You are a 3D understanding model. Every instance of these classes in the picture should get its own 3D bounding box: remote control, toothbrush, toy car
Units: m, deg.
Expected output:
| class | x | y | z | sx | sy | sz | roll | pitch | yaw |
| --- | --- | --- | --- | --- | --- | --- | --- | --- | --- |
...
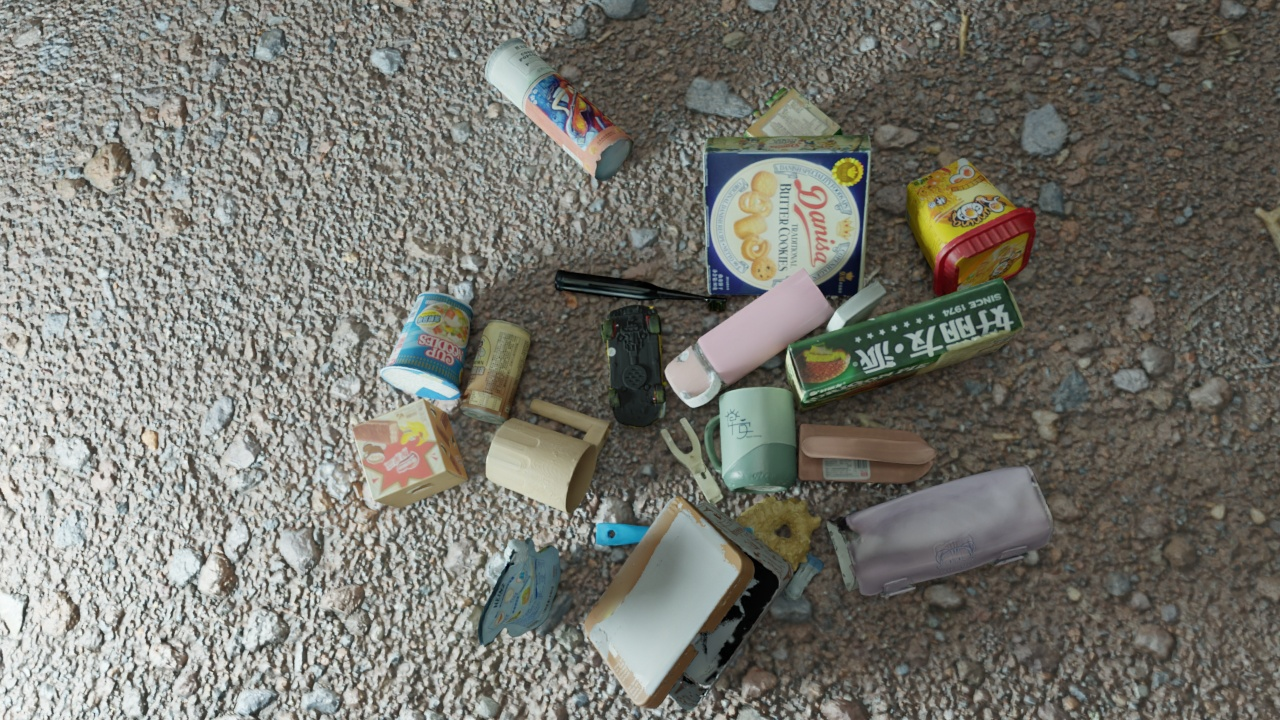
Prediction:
| class | x | y | z | sx | sy | sz | roll | pitch | yaw |
| --- | --- | --- | --- | --- | --- | --- | --- | --- | --- |
| remote control | 0.234 | -0.051 | 1.013 | 0.056 | 0.135 | 0.019 | -35 | 79 | -1 |
| toothbrush | 0.000 | -0.084 | 1.119 | 0.213 | 0.026 | 0.027 | 9 | 110 | 10 |
| toy car | -0.006 | 0.006 | 1.084 | 0.071 | 0.041 | 0.155 | -7 | 72 | 7 |

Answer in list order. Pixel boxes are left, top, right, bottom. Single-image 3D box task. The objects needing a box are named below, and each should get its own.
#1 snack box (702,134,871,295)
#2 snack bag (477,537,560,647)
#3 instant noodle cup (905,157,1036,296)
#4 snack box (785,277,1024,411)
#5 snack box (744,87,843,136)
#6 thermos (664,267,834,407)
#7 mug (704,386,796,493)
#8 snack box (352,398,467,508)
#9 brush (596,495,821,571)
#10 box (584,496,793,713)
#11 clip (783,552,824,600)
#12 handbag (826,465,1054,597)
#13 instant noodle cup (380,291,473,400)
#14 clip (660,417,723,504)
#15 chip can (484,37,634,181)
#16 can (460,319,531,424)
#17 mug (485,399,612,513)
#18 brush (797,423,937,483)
| class | x | y | z | sx | sy | sz | roll | pitch | yaw |
| --- | --- | --- | --- | --- | --- | --- | --- | --- | --- |
| snack box | 0.164 | -0.162 | 1.042 | 0.182 | 0.178 | 0.045 | 1 | 35 | 10 |
| snack bag | -0.125 | 0.241 | 0.959 | 0.039 | 0.191 | 0.110 | 26 | 80 | 13 |
| instant noodle cup | 0.365 | -0.151 | 1.040 | 0.116 | 0.116 | 0.123 | -25 | 60 | 2 |
| snack box | 0.281 | -0.013 | 1.005 | 0.240 | 0.114 | 0.063 | -18 | 77 | 4 |
| snack box | 0.183 | -0.248 | 1.093 | 0.118 | 0.105 | 0.117 | -44 | 73 | -4 |
| thermos | 0.123 | -0.019 | 1.037 | 0.199 | 0.087 | 0.067 | -34 | 116 | 9 |
| mug | 0.120 | 0.093 | 1.026 | 0.112 | 0.082 | 0.106 | -12 | 71 | 37 |
| snack box | -0.270 | 0.110 | 1.079 | 0.093 | 0.077 | 0.094 | -22 | 72 | 2 |
| brush | 0.072 | 0.193 | 1.021 | 0.255 | 0.046 | 0.083 | -3 | 80 | 13 |
| box | 0.042 | 0.244 | 0.927 | 0.148 | 0.158 | 0.182 | 35 | 98 | 16 |
| clip | 0.177 | 0.236 | 1.002 | 0.024 | 0.028 | 0.056 | 36 | 73 | 15 |
| handbag | 0.300 | 0.175 | 0.934 | 0.197 | 0.145 | 0.098 | -16 | 70 | 5 |
| instant noodle cup | -0.251 | -0.020 | 1.109 | 0.099 | 0.099 | 0.109 | 8 | 69 | 11 |
| clip | 0.063 | 0.118 | 1.053 | 0.034 | 0.076 | 0.103 | -32 | 82 | -2 |
| chip can | -0.105 | -0.322 | 1.178 | 0.071 | 0.071 | 0.214 | -44 | 74 | -5 |
| can | -0.173 | 0.014 | 1.100 | 0.058 | 0.058 | 0.116 | 12 | 77 | 12 |
| mug | -0.105 | 0.104 | 1.060 | 0.103 | 0.084 | 0.124 | 18 | 53 | 15 |
| brush | 0.246 | 0.103 | 1.001 | 0.146 | 0.073 | 0.063 | 2 | 74 | 8 |
